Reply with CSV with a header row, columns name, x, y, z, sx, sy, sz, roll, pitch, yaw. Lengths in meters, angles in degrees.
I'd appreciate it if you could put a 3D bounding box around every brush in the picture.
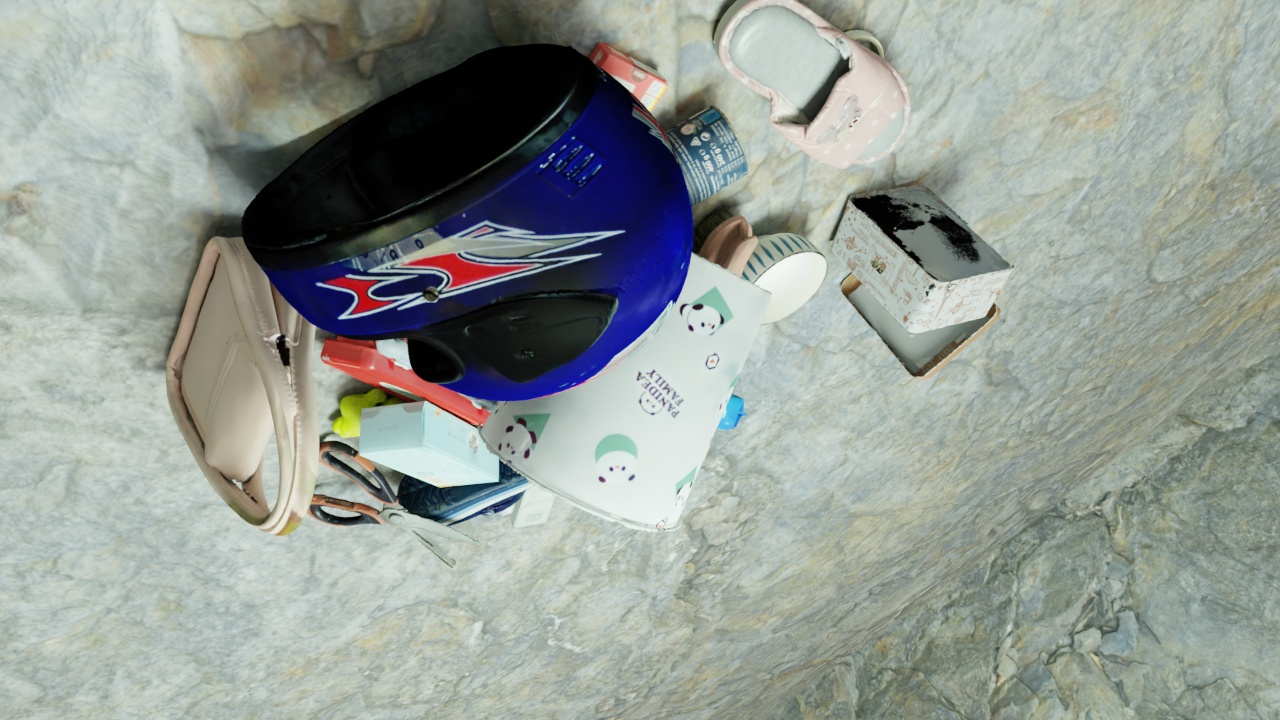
name,x,y,z,sx,sy,sz,roll,pitch,yaw
brush,0.081,-0.098,1.021,0.063,0.073,0.146,0,134,-36

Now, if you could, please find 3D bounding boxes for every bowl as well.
name,x,y,z,sx,sy,sz,roll,pitch,yaw
bowl,0.152,-0.104,1.070,0.116,0.066,0.117,-22,147,-15

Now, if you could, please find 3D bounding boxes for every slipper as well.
name,x,y,z,sx,sy,sz,roll,pitch,yaw
slipper,0.177,-0.258,0.879,0.274,0.054,0.114,22,123,-42
slipper,-0.165,0.129,1.093,0.252,0.105,0.095,-30,148,-4

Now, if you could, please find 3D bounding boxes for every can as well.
name,x,y,z,sx,sy,sz,roll,pitch,yaw
can,0.041,-0.184,0.876,0.111,0.075,0.075,-31,146,-1

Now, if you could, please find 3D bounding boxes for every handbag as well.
name,x,y,z,sx,sy,sz,roll,pitch,yaw
handbag,-0.309,0.033,0.745,0.093,0.234,0.194,4,133,-38

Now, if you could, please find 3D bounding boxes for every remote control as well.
name,x,y,z,sx,sy,sz,roll,pitch,yaw
remote control,-0.131,0.171,1.185,0.049,0.024,0.125,-5,137,-28

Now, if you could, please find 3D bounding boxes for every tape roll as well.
name,x,y,z,sx,sy,sz,roll,pitch,yaw
tape roll,0.204,-0.290,0.922,0.085,0.014,0.086,-20,145,-15

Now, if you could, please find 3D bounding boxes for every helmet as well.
name,x,y,z,sx,sy,sz,roll,pitch,yaw
helmet,-0.112,-0.084,0.724,0.316,0.246,0.240,-21,130,10

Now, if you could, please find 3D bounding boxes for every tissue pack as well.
name,x,y,z,sx,sy,sz,roll,pitch,yaw
tissue pack,0.060,0.047,1.171,0.157,0.095,0.052,13,96,-47

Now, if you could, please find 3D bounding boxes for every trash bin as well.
name,x,y,z,sx,sy,sz,roll,pitch,yaw
trash bin,-0.005,0.005,0.916,0.229,0.230,0.252,19,101,-49

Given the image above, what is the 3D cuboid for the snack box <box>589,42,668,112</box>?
name,x,y,z,sx,sy,sz,roll,pitch,yaw
snack box,-0.047,-0.205,0.828,0.075,0.025,0.153,11,128,-44

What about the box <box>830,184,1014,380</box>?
name,x,y,z,sx,sy,sz,roll,pitch,yaw
box,0.327,-0.089,1.127,0.154,0.182,0.185,-10,138,-27

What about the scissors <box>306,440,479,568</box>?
name,x,y,z,sx,sy,sz,roll,pitch,yaw
scissors,-0.292,0.165,1.031,0.226,0.015,0.189,1,126,7

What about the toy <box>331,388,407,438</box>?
name,x,y,z,sx,sy,sz,roll,pitch,yaw
toy,-0.280,0.065,0.990,0.100,0.031,0.097,1,133,-37

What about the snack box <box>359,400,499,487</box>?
name,x,y,z,sx,sy,sz,roll,pitch,yaw
snack box,-0.219,0.092,0.973,0.074,0.051,0.175,-8,160,15

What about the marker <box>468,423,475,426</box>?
name,x,y,z,sx,sy,sz,roll,pitch,yaw
marker,-0.163,0.029,1.044,0.022,0.020,0.132,28,118,-28

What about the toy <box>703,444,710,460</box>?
name,x,y,z,sx,sy,sz,roll,pitch,yaw
toy,-0.018,0.129,1.227,0.226,0.082,0.144,-10,155,-7

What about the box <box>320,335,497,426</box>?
name,x,y,z,sx,sy,sz,roll,pitch,yaw
box,-0.214,-0.008,0.933,0.201,0.095,0.101,38,66,-55
